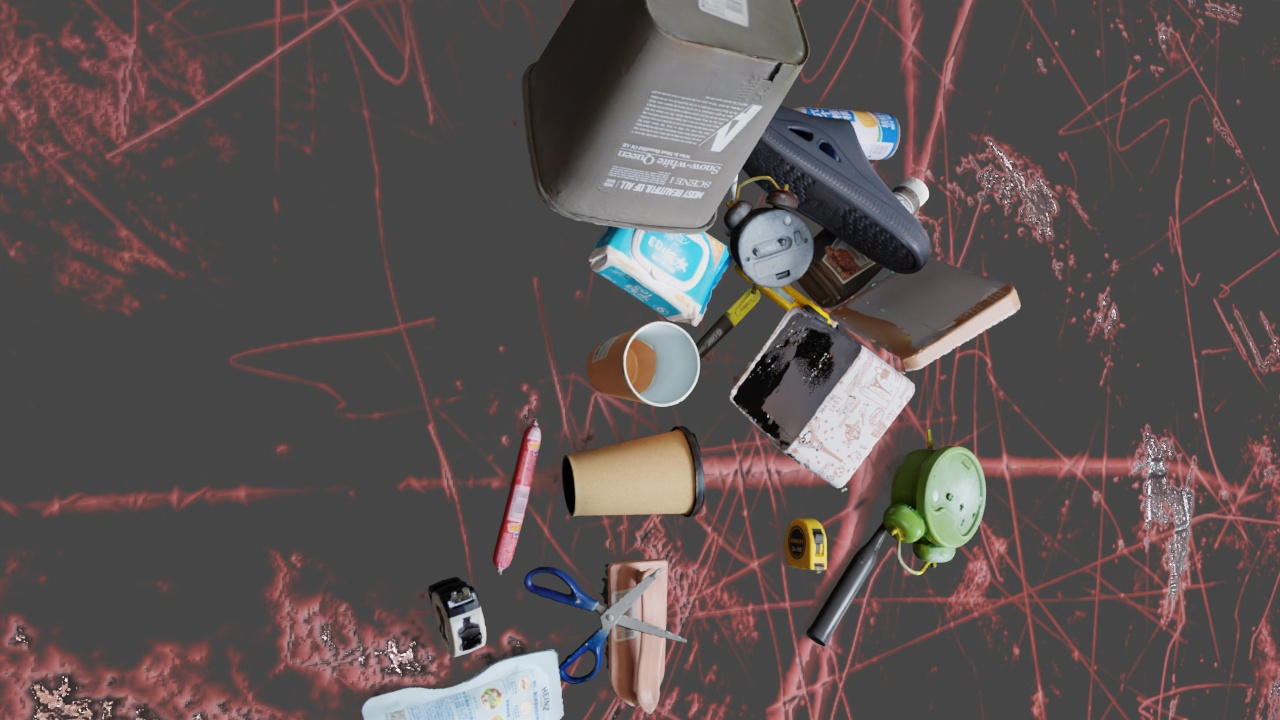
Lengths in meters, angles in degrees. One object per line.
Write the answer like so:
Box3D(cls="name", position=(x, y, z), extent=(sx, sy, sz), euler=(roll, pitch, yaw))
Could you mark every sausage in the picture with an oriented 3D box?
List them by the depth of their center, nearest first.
Box3D(cls="sausage", position=(-0.119, 0.132, 0.897), extent=(0.020, 0.020, 0.155), euler=(16, 82, -23))

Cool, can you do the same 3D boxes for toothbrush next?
Box3D(cls="toothbrush", position=(0.102, -0.204, 0.948), extent=(0.016, 0.016, 0.180), euler=(-16, 135, -17))
Box3D(cls="toothbrush", position=(0.255, 0.231, 1.055), extent=(0.212, 0.026, 0.027), euler=(-53, 126, -19))

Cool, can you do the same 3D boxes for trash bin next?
Box3D(cls="trash bin", position=(0.022, -0.256, 0.832), extent=(0.198, 0.220, 0.198), euler=(3, 64, -26))

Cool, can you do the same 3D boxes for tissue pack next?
Box3D(cls="tissue pack", position=(0.022, -0.106, 0.942), extent=(0.140, 0.063, 0.090), euler=(32, 75, -19))

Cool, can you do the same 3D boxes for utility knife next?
Box3D(cls="utility knife", position=(0.167, -0.067, 1.031), extent=(0.154, 0.015, 0.033), euler=(34, 73, -18))

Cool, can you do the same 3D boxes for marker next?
Box3D(cls="marker", position=(0.088, -0.035, 0.996), extent=(0.124, 0.015, 0.018), euler=(-45, 102, -17))

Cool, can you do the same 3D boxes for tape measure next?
Box3D(cls="tape measure", position=(-0.168, 0.238, 0.846), extent=(0.033, 0.066, 0.066), euler=(-14, 93, -26))
Box3D(cls="tape measure", position=(0.184, 0.202, 1.007), extent=(0.029, 0.060, 0.057), euler=(5, 80, -22))

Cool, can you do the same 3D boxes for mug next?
Box3D(cls="mug", position=(-0.005, 0.005, 0.894), extent=(0.078, 0.123, 0.078), euler=(1, 88, -25))

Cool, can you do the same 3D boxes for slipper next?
Box3D(cls="slipper", position=(0.202, -0.197, 0.967), extent=(0.268, 0.111, 0.083), euler=(38, 79, 7))

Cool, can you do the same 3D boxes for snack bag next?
Box3D(cls="snack bag", position=(-0.161, 0.345, 0.862), extent=(0.190, 0.039, 0.110), euler=(-8, 86, -25))

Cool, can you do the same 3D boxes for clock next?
Box3D(cls="clock", position=(0.134, -0.133, 0.968), extent=(0.082, 0.055, 0.122), euler=(-18, 107, -2))
Box3D(cls="clock", position=(0.338, 0.171, 1.064), extent=(0.116, 0.056, 0.161), euler=(38, 69, -30))

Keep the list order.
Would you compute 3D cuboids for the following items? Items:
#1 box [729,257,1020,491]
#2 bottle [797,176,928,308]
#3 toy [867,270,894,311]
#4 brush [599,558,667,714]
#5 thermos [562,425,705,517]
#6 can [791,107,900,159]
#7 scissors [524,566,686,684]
Box3D(cls="box", position=(0.227, -0.010, 0.933), extent=(0.272, 0.178, 0.106), euler=(-42, 112, 2))
Box3D(cls="bottle", position=(0.260, -0.143, 1.056), extent=(0.194, 0.044, 0.080), euler=(-41, 91, -20))
Box3D(cls="toy", position=(0.298, -0.089, 1.084), extent=(0.091, 0.030, 0.096), euler=(-38, 96, -25))
Box3D(cls="brush", position=(-0.003, 0.273, 0.915), extent=(0.063, 0.073, 0.145), euler=(1, 90, -25))
Box3D(cls="thermos", position=(-0.003, 0.116, 0.916), extent=(0.143, 0.093, 0.093), euler=(-5, 90, -15))
Box3D(cls="can", position=(0.225, -0.257, 1.042), extent=(0.134, 0.053, 0.053), euler=(-3, 89, -24))
Box3D(cls="scissors", position=(-0.041, 0.248, 0.883), extent=(0.162, 0.012, 0.176), euler=(34, 113, 10))
